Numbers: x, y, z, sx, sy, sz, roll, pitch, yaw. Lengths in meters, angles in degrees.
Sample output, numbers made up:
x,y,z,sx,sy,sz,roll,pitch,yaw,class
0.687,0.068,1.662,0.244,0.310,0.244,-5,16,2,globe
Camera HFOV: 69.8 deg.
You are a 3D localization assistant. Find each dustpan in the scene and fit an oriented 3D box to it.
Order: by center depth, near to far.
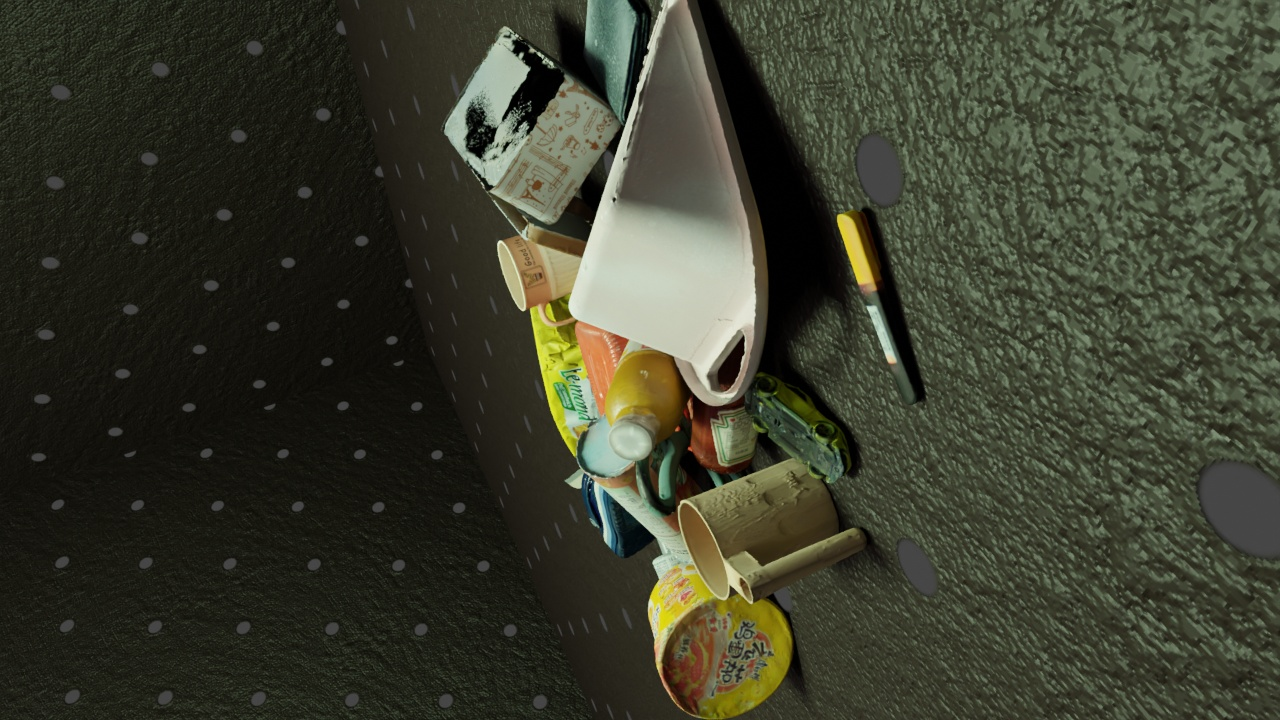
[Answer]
x,y,z,sx,sy,sz,roll,pitch,yaw,class
0.038,-0.111,0.693,0.223,0.139,0.272,118,168,-67,dustpan

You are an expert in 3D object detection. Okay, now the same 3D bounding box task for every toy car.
x,y,z,sx,sy,sz,roll,pitch,yaw,class
0.120,0.048,0.690,0.105,0.032,0.048,42,150,35,toy car

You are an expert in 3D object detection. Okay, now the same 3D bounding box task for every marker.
x,y,z,sx,sy,sz,roll,pitch,yaw,class
0.145,-0.031,0.551,0.124,0.015,0.018,69,165,-7,marker

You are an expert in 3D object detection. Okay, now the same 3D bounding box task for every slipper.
x,y,z,sx,sy,sz,roll,pitch,yaw,class
-0.013,0.144,1.039,0.095,0.105,0.253,46,161,23,slipper

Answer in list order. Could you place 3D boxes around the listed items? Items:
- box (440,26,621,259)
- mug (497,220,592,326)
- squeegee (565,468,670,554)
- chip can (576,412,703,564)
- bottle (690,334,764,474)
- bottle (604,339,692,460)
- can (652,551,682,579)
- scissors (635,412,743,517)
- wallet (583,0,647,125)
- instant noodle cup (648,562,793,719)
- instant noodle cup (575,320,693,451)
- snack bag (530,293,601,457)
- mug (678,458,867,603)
x,y,z,sx,sy,sz,roll,pitch,yaw,class
-0.075,-0.200,0.928,0.157,0.193,0.183,-55,41,15,box
-0.096,-0.099,1.062,0.082,0.105,0.114,163,87,-74,mug
0.022,0.216,1.178,0.246,0.039,0.247,60,144,10,squeegee
0.016,0.127,0.888,0.071,0.071,0.215,55,-177,41,chip can
0.073,0.005,0.742,0.059,0.059,0.206,-126,26,-43,bottle
0.011,0.017,0.781,0.189,0.068,0.068,-67,-30,-58,bottle
0.068,0.293,1.083,0.146,0.058,0.058,66,163,11,can
0.047,0.103,0.813,0.019,0.178,0.170,-30,87,32,scissors
-0.024,-0.278,0.790,0.121,0.019,0.097,101,146,-57,wallet
0.073,0.274,0.938,0.110,0.138,0.138,-133,27,-70,instant noodle cup
-0.006,0.006,0.951,0.164,0.079,0.189,-160,54,-68,instant noodle cup
-0.097,0.009,1.211,0.247,0.068,0.157,85,170,-45,snack bag
0.102,0.137,0.720,0.125,0.103,0.084,28,136,65,mug
